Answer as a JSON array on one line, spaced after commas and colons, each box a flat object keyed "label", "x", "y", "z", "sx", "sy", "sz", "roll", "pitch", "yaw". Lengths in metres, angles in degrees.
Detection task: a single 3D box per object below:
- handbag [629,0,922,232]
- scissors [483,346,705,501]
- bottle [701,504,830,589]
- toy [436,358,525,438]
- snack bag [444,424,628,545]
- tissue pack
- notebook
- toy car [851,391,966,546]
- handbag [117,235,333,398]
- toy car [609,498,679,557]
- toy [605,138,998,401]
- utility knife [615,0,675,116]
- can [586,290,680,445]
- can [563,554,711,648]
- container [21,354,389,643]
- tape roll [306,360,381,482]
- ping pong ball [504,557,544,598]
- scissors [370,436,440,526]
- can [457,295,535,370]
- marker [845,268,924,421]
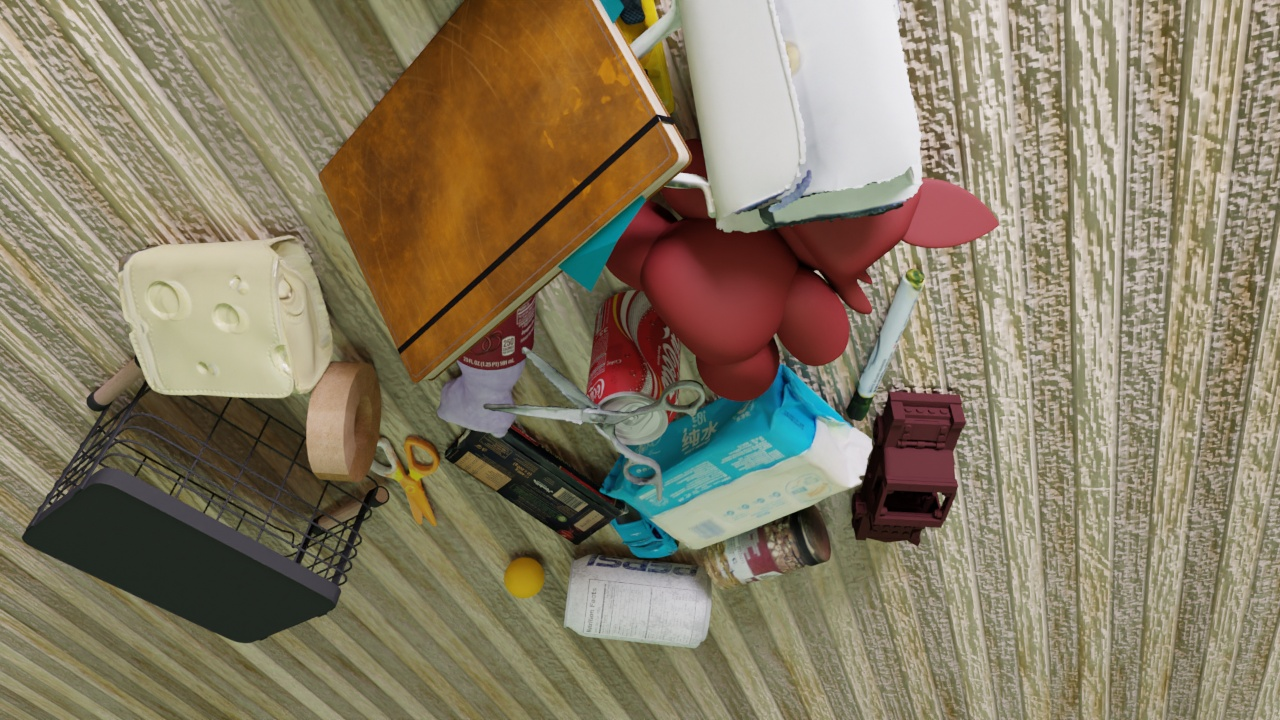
[{"label": "handbag", "x": 0.047, "y": -0.141, "z": 0.473, "sx": 0.176, "sy": 0.151, "sz": 0.074, "roll": -10, "pitch": 174, "yaw": 19}, {"label": "scissors", "x": -0.023, "y": 0.046, "z": 0.608, "sx": 0.142, "sy": 0.014, "sz": 0.172, "roll": -11, "pitch": 134, "yaw": 11}, {"label": "bottle", "x": 0.114, "y": 0.170, "z": 0.838, "sx": 0.105, "sy": 0.056, "sz": 0.056, "roll": -22, "pitch": 129, "yaw": 24}, {"label": "toy", "x": -0.131, "y": 0.015, "z": 0.722, "sx": 0.080, "sy": 0.036, "sz": 0.100, "roll": 20, "pitch": 128, "yaw": -2}, {"label": "snack bag", "x": -0.093, "y": 0.106, "z": 0.803, "sx": 0.155, "sy": 0.018, "sz": 0.075, "roll": 38, "pitch": 128, "yaw": -16}, {"label": "tissue pack", "x": 0.074, "y": 0.088, "z": 0.756, "sx": 0.210, "sy": 0.065, "sz": 0.117, "roll": -32, "pitch": 125, "yaw": 32}, {"label": "notebook", "x": -0.084, "y": -0.109, "z": 0.525, "sx": 0.250, "sy": 0.178, "sz": 0.014, "roll": -35, "pitch": 166, "yaw": 32}, {"label": "toy car", "x": 0.220, "y": 0.103, "z": 0.760, "sx": 0.070, "sy": 0.061, "sz": 0.170, "roll": 3, "pitch": 134, "yaw": 2}, {"label": "handbag", "x": -0.297, "y": -0.032, "z": 0.658, "sx": 0.119, "sy": 0.081, "sz": 0.111, "roll": 0, "pitch": 122, "yaw": 8}, {"label": "toy car", "x": 0.001, "y": 0.155, "z": 0.850, "sx": 0.048, "sy": 0.032, "sz": 0.105, "roll": -16, "pitch": 132, "yaw": 18}, {"label": "toy", "x": 0.086, "y": -0.078, "z": 0.553, "sx": 0.197, "sy": 0.120, "sz": 0.158, "roll": -39, "pitch": 95, "yaw": 10}, {"label": "utility knife", "x": -0.001, "y": -0.192, "z": 0.525, "sx": 0.030, "sy": 0.017, "sz": 0.175, "roll": 0, "pitch": 138, "yaw": 17}, {"label": "can", "x": -0.004, "y": 0.004, "z": 0.651, "sx": 0.064, "sy": 0.104, "sz": 0.064, "roll": 2, "pitch": 134, "yaw": 2}, {"label": "can", "x": -0.003, "y": 0.233, "z": 0.893, "sx": 0.136, "sy": 0.078, "sz": 0.078, "roll": 7, "pitch": 134, "yaw": -2}, {"label": "container", "x": -0.355, "y": 0.120, "z": 0.767, "sx": 0.163, "sy": 0.130, "sz": 0.241, "roll": -27, "pitch": 127, "yaw": 34}, {"label": "tape roll", "x": -0.231, "y": 0.048, "z": 0.720, "sx": 0.027, "sy": 0.093, "sz": 0.094, "roll": 4, "pitch": 134, "yaw": 1}, {"label": "ping pong ball", "x": -0.115, "y": 0.216, "z": 0.911, "sx": 0.040, "sy": 0.040, "sz": 0.040, "roll": 2, "pitch": 134, "yaw": 2}, {"label": "scissors", "x": -0.216, "y": 0.114, "z": 0.840, "sx": 0.073, "sy": 0.012, "sz": 0.132, "roll": 5, "pitch": 133, "yaw": 1}, {"label": "can", "x": -0.104, "y": -0.050, "z": 0.635, "sx": 0.063, "sy": 0.063, "sz": 0.114, "roll": 7, "pitch": 134, "yaw": -2}, {"label": "marker", "x": 0.182, "y": -0.008, "z": 0.686, "sx": 0.017, "sy": 0.017, "sz": 0.147, "roll": 8, "pitch": 134, "yaw": -3}]
